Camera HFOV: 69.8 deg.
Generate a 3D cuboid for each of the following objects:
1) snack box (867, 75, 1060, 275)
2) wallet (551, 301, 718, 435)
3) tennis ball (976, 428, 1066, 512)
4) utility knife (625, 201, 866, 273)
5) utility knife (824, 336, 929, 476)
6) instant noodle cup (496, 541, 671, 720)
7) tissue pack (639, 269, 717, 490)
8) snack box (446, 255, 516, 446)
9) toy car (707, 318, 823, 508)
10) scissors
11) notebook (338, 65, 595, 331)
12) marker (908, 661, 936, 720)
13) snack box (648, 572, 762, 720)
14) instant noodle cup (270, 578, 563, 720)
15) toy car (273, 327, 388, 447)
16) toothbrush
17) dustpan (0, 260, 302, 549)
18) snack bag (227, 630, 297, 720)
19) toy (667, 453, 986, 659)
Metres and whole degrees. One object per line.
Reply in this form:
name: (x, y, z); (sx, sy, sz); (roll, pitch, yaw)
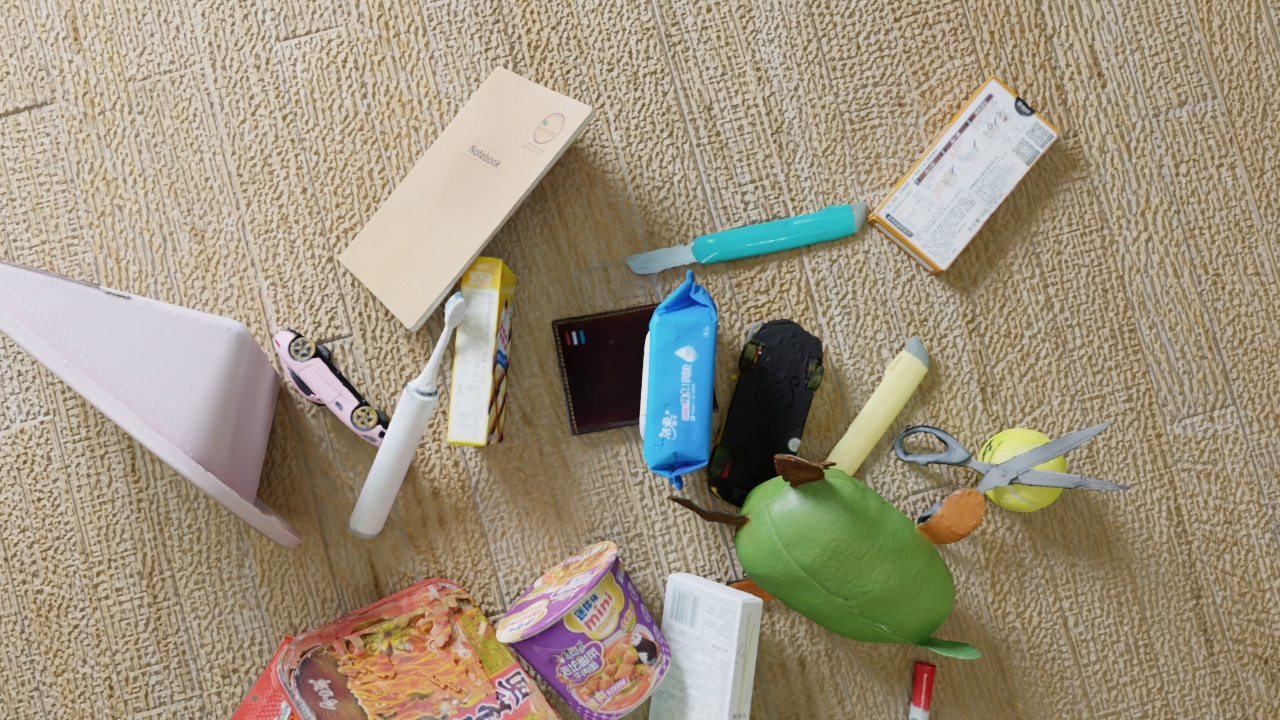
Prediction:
snack box: (0.264, -0.151, 0.751); (0.075, 0.026, 0.153); (41, 88, 0)
wallet: (-0.004, 0.004, 0.744); (0.122, 0.020, 0.096); (-10, 87, -4)
tennis ball: (0.299, 0.086, 0.721); (0.065, 0.065, 0.065); (0, 87, -1)
utility knife: (0.088, -0.099, 0.752); (0.205, 0.013, 0.029); (-12, 89, -4)
utility knife: (0.184, 0.053, 0.745); (0.031, 0.018, 0.165); (36, 86, 5)
instant noodle cup: (-0.036, 0.209, 0.694); (0.111, 0.111, 0.099); (-36, 96, -3)
tissue pack: (0.028, 0.016, 0.688); (0.052, 0.095, 0.157); (4, 86, 3)
snack box: (-0.121, -0.005, 0.708); (0.034, 0.087, 0.140); (3, 87, -1)
toy car: (0.101, 0.044, 0.731); (0.071, 0.041, 0.156); (15, 89, 0)
scissors: (0.269, 0.086, 0.696); (0.159, 0.014, 0.175); (38, 123, 30)
notebook: (-0.140, -0.131, 0.706); (0.207, 0.008, 0.148); (-51, 47, -2)
marker: (0.219, 0.315, 0.734); (0.017, 0.017, 0.145); (9, 87, -1)
snack box: (0.046, 0.249, 0.702); (0.026, 0.085, 0.156); (9, 87, -38)
instant noodle cup: (-0.159, 0.261, 0.660); (0.189, 0.164, 0.079); (46, 127, 25)
toy car: (-0.242, 0.024, 0.720); (0.037, 0.056, 0.122); (-43, 89, -6)
toothbrush: (-0.173, 0.045, 0.688); (0.026, 0.026, 0.221); (11, 119, -34)
dustpan: (-0.359, 0.037, 0.637); (0.273, 0.223, 0.138); (13, 75, -8)
snack bag: (-0.225, 0.313, 0.699); (0.208, 0.073, 0.128); (28, 77, 12)
toy: (0.145, 0.141, 0.677); (0.246, 0.089, 0.228); (40, 132, -25)
